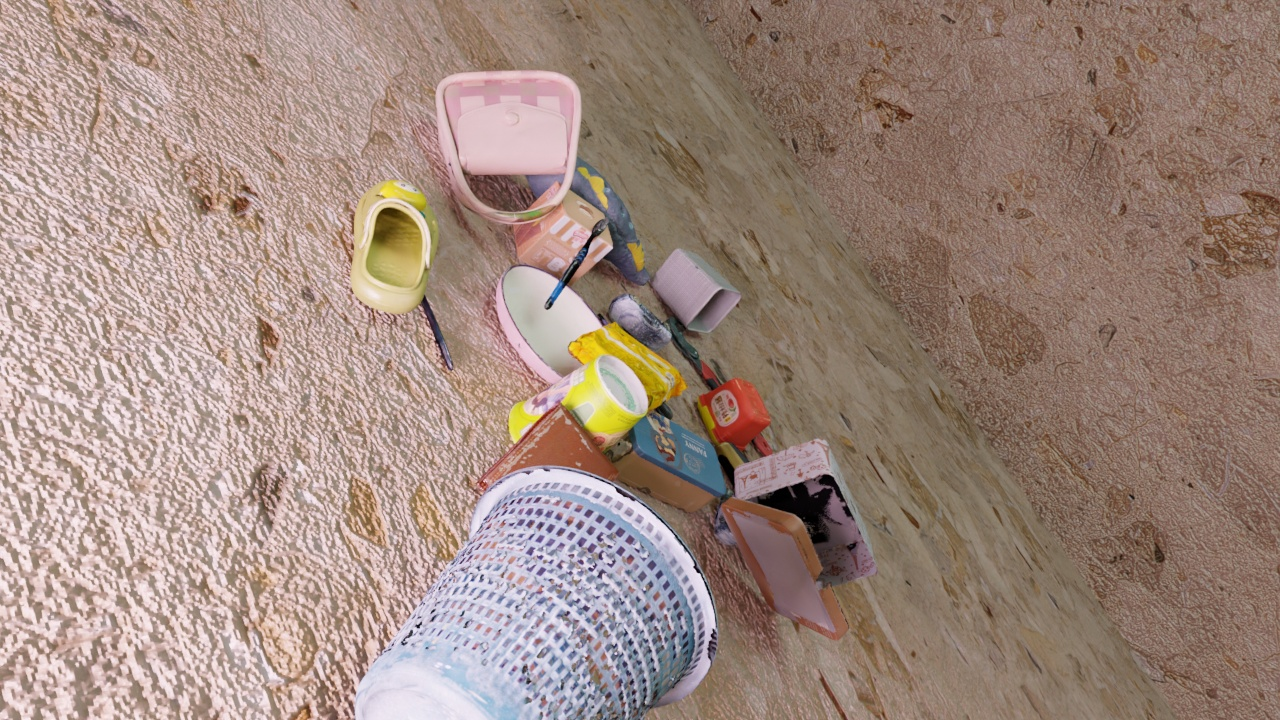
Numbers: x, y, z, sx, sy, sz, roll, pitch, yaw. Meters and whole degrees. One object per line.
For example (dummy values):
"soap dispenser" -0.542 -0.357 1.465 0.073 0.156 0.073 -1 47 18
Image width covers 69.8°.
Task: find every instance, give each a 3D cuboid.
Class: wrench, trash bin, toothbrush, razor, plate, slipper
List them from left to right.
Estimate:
"slipper" -0.250 -0.131 0.959 0.091 0.082 0.190 18 42 -24
"toothbrush" -0.231 -0.064 0.991 0.018 0.016 0.181 -10 61 -30
"trash bin" -0.085 0.219 0.656 0.226 0.227 0.194 51 37 -1
"plate" -0.108 -0.032 1.131 0.192 0.039 0.192 39 27 -25
"toothbrush" -0.079 -0.126 1.166 0.014 0.016 0.189 49 45 -23
"toothbrush" -0.008 0.007 1.280 0.189 0.017 0.014 57 25 15
"wrench" 0.123 0.043 1.455 0.273 0.016 0.056 54 25 6
"razor" 0.156 0.186 1.283 0.067 0.062 0.167 -19 63 -31

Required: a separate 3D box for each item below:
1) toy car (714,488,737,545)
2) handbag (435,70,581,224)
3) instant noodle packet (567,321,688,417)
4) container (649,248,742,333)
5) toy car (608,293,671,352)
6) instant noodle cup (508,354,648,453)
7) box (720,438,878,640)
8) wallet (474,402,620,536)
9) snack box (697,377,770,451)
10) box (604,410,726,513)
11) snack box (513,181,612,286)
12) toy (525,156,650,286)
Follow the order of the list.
"toy car" 0.117 0.205 1.200 0.043 0.034 0.090 42 25 -13
"handbag" -0.170 -0.272 1.211 0.193 0.094 0.233 -3 61 -9
"instant noodle packet" -0.014 0.010 1.106 0.128 0.044 0.110 39 28 13
"container" 0.087 -0.117 1.512 0.114 0.090 0.090 49 21 26
"toy car" -0.001 -0.053 1.332 0.105 0.049 0.031 40 25 -21
"instant noodle cup" -0.060 0.058 0.988 0.111 0.124 0.111 39 28 -25
"box" 0.193 0.226 1.110 0.182 0.153 0.177 61 14 -24
"wallet" -0.088 0.116 0.909 0.101 0.032 0.124 50 58 -11
"snack box" 0.141 0.078 1.359 0.082 0.080 0.091 21 38 -49
"box" 0.031 0.123 1.134 0.184 0.061 0.089 28 34 -38
"snack box" -0.107 -0.171 1.256 0.092 0.095 0.077 30 32 -38
"toy" -0.087 -0.232 1.355 0.356 0.091 0.138 47 -6 -23
